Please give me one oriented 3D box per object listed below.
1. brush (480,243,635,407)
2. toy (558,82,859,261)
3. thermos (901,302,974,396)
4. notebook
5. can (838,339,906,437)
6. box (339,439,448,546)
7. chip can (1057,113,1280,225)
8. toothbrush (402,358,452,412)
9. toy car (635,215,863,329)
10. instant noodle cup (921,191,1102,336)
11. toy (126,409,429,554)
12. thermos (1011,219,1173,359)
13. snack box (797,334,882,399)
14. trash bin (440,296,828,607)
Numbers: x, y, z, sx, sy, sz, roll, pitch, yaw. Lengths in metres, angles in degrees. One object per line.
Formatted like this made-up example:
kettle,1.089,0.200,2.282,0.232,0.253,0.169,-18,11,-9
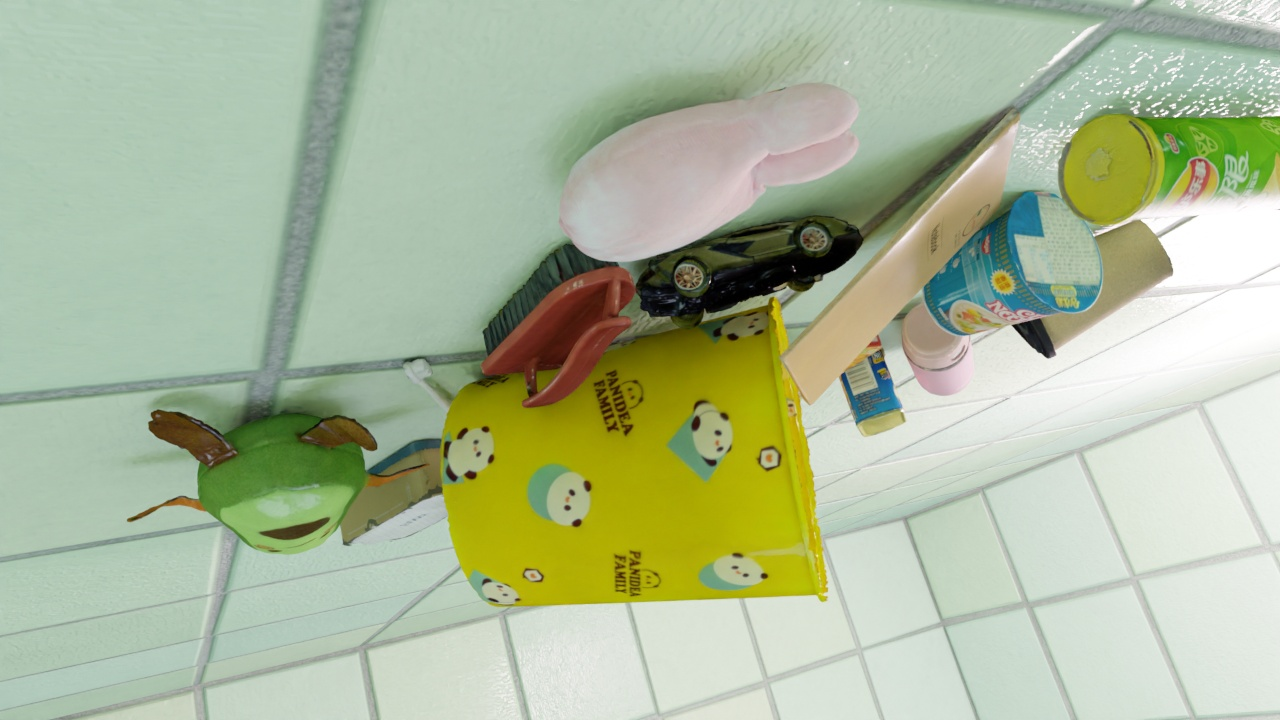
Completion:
brush,-0.049,-0.020,0.601,0.063,0.069,0.146,-5,159,-34
toy,0.033,-0.096,0.472,0.159,0.054,0.121,-19,169,9
thermos,0.314,-0.019,0.947,0.087,0.067,0.198,-51,155,3
notebook,0.177,-0.059,0.624,0.207,0.008,0.148,-47,159,2
can,0.248,0.031,0.992,0.057,0.083,0.102,-21,162,14
box,-0.228,0.132,0.923,0.185,0.061,0.089,-31,157,34
chip can,0.396,-0.136,0.640,0.221,0.072,0.073,-8,160,-26
toothbrush,-0.159,0.031,0.749,0.016,0.016,0.180,-21,162,-3
toy car,0.074,-0.063,0.624,0.158,0.042,0.070,-15,162,-7
instant noodle cup,0.288,-0.068,0.732,0.099,0.099,0.110,-7,167,-27
toy,-0.281,0.097,0.723,0.226,0.090,0.247,-4,156,-16
thermos,0.397,-0.067,0.835,0.143,0.093,0.093,-31,159,16
snack box,0.169,0.009,0.948,0.077,0.027,0.156,-4,158,-30
trash bin,0.001,0.086,0.716,0.255,0.229,0.229,-10,164,12
